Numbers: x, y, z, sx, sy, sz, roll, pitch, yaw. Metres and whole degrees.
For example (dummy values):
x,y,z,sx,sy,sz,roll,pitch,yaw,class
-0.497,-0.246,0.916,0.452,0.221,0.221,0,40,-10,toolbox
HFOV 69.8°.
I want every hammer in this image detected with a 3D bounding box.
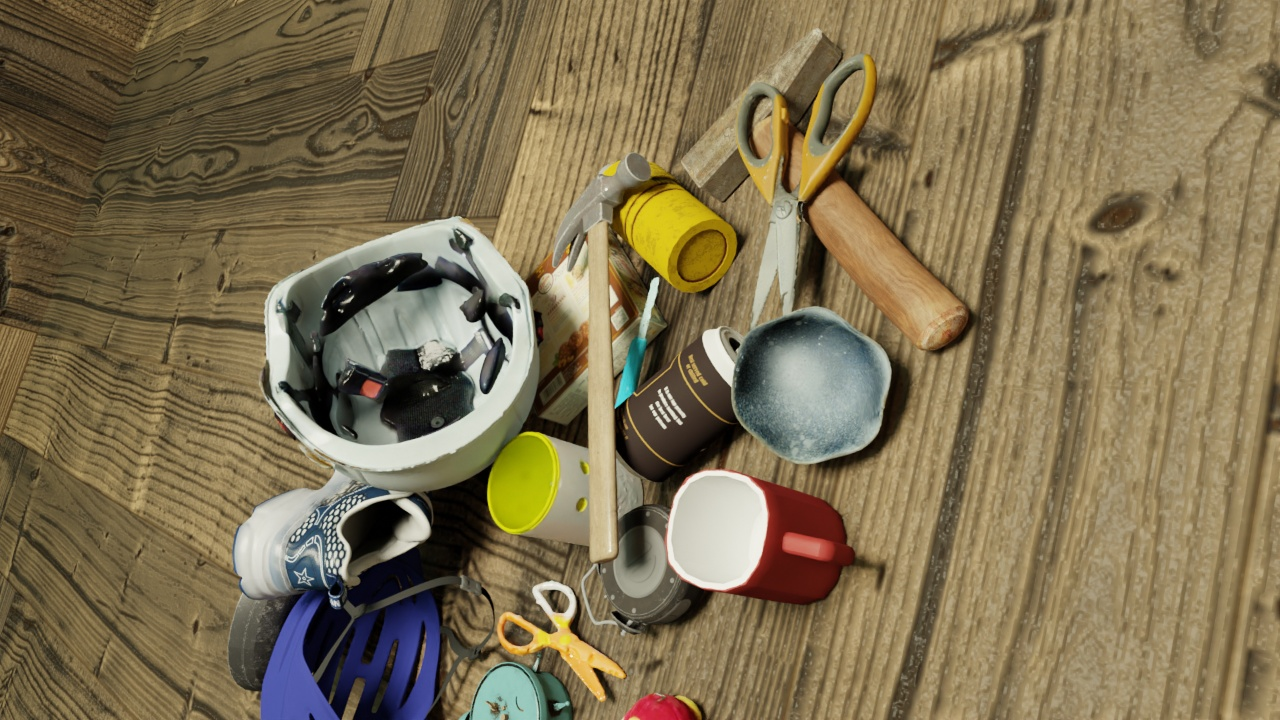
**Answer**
x,y,z,sx,sy,sz,roll,pitch,yaw,class
0.153,-0.122,0.704,0.158,0.037,0.300,-46,49,21,hammer
-0.029,-0.003,0.742,0.120,0.030,0.330,-30,56,47,hammer

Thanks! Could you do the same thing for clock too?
x,y,z,sx,sy,sz,roll,pitch,yaw,class
0.010,0.164,0.723,0.123,0.043,0.091,-41,51,25,clock
-0.109,0.313,0.771,0.124,0.053,0.090,-55,45,12,clock

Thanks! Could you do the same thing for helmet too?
x,y,z,sx,sy,sz,roll,pitch,yaw,class
-0.198,0.015,0.824,0.236,0.164,0.264,-26,55,-10,helmet
-0.233,0.273,0.830,0.228,0.147,0.241,-23,47,39,helmet

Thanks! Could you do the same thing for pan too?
x,y,z,sx,sy,sz,roll,pitch,yaw,class
-0.301,0.177,0.958,0.040,0.208,0.356,19,66,15,pan

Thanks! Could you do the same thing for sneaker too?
x,y,z,sx,sy,sz,roll,pitch,yaw,class
-0.235,0.136,0.859,0.132,0.268,0.103,6,117,27,sneaker

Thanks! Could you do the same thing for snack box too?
x,y,z,sx,sy,sz,roll,pitch,yaw,class
-0.061,-0.039,0.869,0.143,0.041,0.147,-46,49,22,snack box

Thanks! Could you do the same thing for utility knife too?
x,y,z,sx,sy,sz,roll,pitch,yaw,class
-0.005,0.005,0.790,0.022,0.015,0.158,33,114,48,utility knife

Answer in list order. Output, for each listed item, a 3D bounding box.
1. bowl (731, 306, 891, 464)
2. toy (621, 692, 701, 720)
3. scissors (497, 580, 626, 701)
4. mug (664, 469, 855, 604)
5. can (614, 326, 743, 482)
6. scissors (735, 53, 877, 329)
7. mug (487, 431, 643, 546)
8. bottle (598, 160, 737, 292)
x,y,z,sx,sy,sz,roll,pitch,yaw,class
0.122,0.016,0.655,0.110,0.055,0.110,2,97,16,bowl
0.035,0.297,0.640,0.106,0.067,0.137,-40,59,20,toy
-0.055,0.231,0.772,0.133,0.012,0.083,20,53,27,scissors
0.092,0.124,0.623,0.117,0.096,0.080,4,77,44,mug
0.037,0.036,0.727,0.129,0.071,0.071,-41,50,24,can
0.123,-0.133,0.696,0.166,0.016,0.225,-19,63,38,scissors
-0.062,0.110,0.767,0.083,0.106,0.082,-17,63,38,mug
0.012,-0.132,0.817,0.071,0.071,0.164,-55,46,13,bottle
